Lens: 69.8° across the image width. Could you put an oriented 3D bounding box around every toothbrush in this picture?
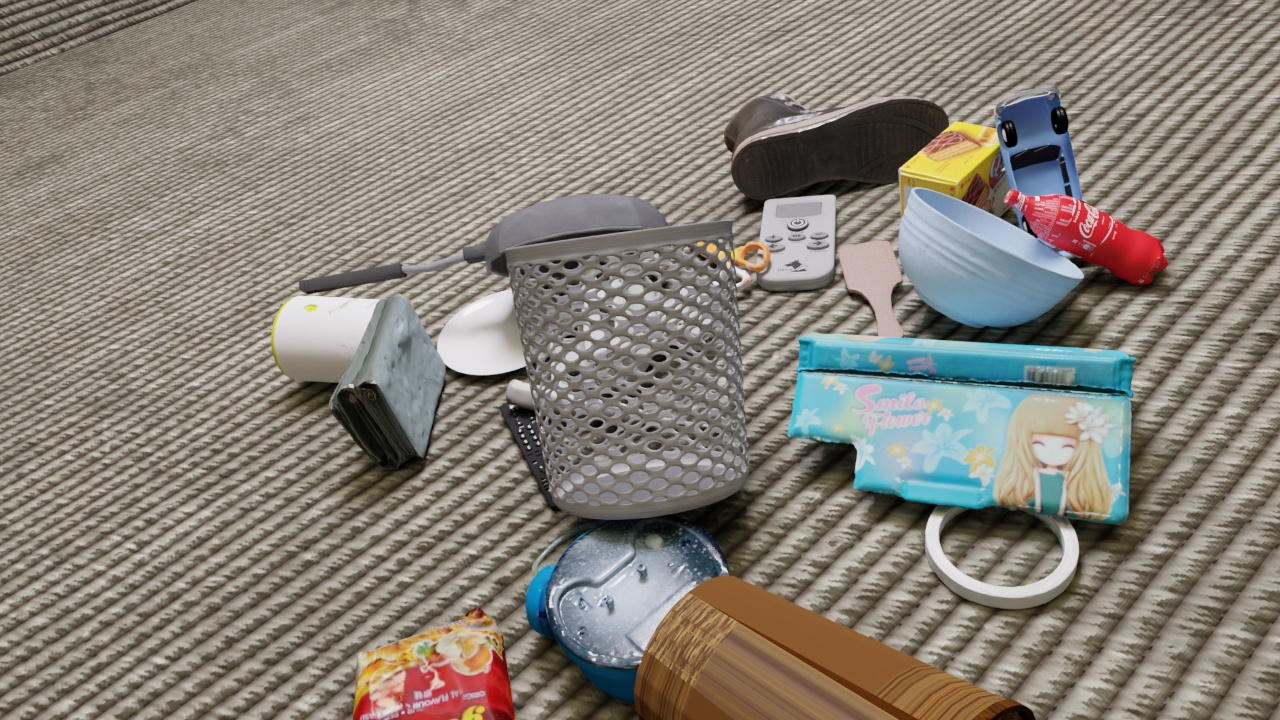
[{"bbox_3d":[-0.026,0.042,0.762,0.186,0.022,0.024,9,54,19],"label":"toothbrush"}]

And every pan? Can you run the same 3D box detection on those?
[{"bbox_3d":[-0.149,-0.104,0.872,0.357,0.041,0.178,-10,-6,3],"label":"pan"}]

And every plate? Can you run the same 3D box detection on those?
[{"bbox_3d":[-0.130,-0.026,0.889,0.134,0.011,0.134,-9,39,7],"label":"plate"}]

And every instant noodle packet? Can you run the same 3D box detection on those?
[{"bbox_3d":[-0.127,0.222,0.563,0.098,0.040,0.135,-11,37,-8],"label":"instant noodle packet"}]

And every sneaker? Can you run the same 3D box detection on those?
[{"bbox_3d":[0.208,-0.246,1.000,0.235,0.095,0.119,-14,34,5],"label":"sneaker"}]

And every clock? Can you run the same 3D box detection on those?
[{"bbox_3d":[-0.009,0.151,0.597,0.116,0.060,0.161,-35,41,-23],"label":"clock"}]

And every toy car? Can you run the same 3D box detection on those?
[{"bbox_3d":[0.358,-0.164,0.819,0.056,0.153,0.054,-13,1,14],"label":"toy car"}]

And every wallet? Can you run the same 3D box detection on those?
[{"bbox_3d":[-0.212,0.017,0.790,0.054,0.100,0.131,-8,37,13],"label":"wallet"}]

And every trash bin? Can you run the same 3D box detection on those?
[{"bbox_3d":[-0.004,0.004,0.643,0.156,0.183,0.156,-7,7,1],"label":"trash bin"}]

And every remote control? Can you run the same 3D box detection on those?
[{"bbox_3d":[0.156,-0.120,0.912,0.074,0.019,0.150,-2,40,15],"label":"remote control"},{"bbox_3d":[-0.082,0.072,0.755,0.030,0.009,0.140,-24,39,-12],"label":"remote control"}]

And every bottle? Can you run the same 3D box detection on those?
[{"bbox_3d":[0.372,-0.108,0.772,0.141,0.042,0.041,25,44,-3],"label":"bottle"}]

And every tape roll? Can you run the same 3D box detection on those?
[{"bbox_3d":[0.234,0.120,0.598,0.093,0.013,0.092,-8,39,7],"label":"tape roll"}]

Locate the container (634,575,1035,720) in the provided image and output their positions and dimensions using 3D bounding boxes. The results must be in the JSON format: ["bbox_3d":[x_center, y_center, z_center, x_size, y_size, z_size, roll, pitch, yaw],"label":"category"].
[{"bbox_3d":[0.089,0.192,0.470,0.132,0.132,0.167,-38,38,-27],"label":"container"}]

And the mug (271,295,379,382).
[{"bbox_3d":[-0.279,-0.019,0.868,0.106,0.083,0.082,3,41,19],"label":"mug"}]

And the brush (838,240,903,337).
[{"bbox_3d":[0.214,-0.059,0.827,0.050,0.015,0.135,-9,44,8],"label":"brush"}]

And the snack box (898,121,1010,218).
[{"bbox_3d":[0.300,-0.163,0.870,0.061,0.084,0.105,25,53,40],"label":"snack box"}]

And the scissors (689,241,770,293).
[{"bbox_3d":[0.078,-0.100,0.912,0.065,0.013,0.128,-47,35,-7],"label":"scissors"}]

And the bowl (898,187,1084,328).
[{"bbox_3d":[0.274,-0.075,0.757,0.150,0.075,0.150,20,25,-10],"label":"bowl"}]

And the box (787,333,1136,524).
[{"bbox_3d":[0.225,0.024,0.659,0.227,0.084,0.171,4,34,21],"label":"box"}]

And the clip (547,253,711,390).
[{"bbox_3d":[-0.011,-0.044,0.804,0.152,0.105,0.126,-11,58,7],"label":"clip"}]
